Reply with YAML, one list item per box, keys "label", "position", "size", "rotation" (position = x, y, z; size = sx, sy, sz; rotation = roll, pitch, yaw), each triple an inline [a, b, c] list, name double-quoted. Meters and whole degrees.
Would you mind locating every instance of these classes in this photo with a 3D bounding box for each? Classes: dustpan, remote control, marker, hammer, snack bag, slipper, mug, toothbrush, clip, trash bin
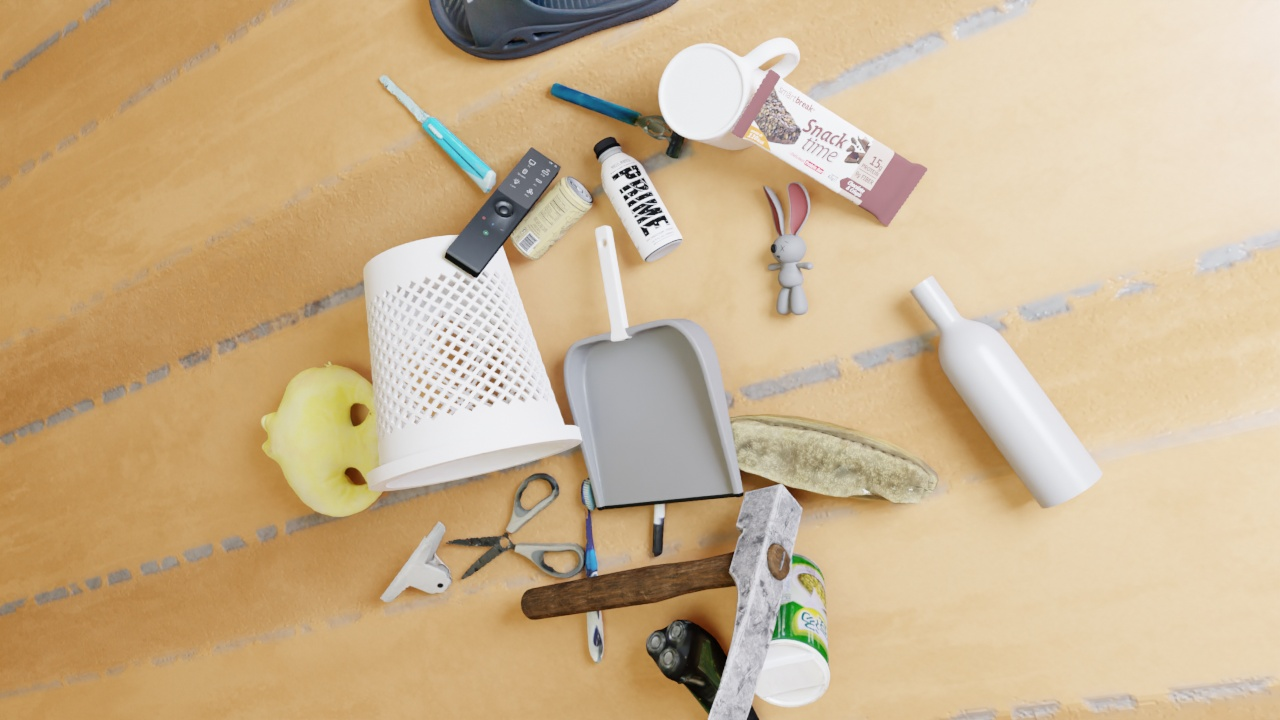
- label: "dustpan"
  position: [-0.005, 0.005, 0.834]
  size: [0.164, 0.033, 0.257]
  rotation: [-12, 86, 38]
- label: "remote control"
  position: [-0.123, -0.137, 0.835]
  size: [0.034, 0.149, 0.013]
  rotation: [34, 148, -4]
- label: "marker"
  position: [0.019, 0.113, 0.869]
  size: [0.011, 0.011, 0.152]
  rotation: [6, 99, 23]
- label: "hammer"
  position: [-0.010, 0.228, 0.798]
  size: [0.301, 0.217, 0.037]
  rotation: [-20, 121, 37]
- label: "snack bag"
  position: [0.151, -0.166, 0.726]
  size: [0.158, 0.013, 0.057]
  rotation: [27, 109, -18]
- label: "slipper"
  position: [-0.086, -0.339, 0.818]
  size: [0.269, 0.083, 0.111]
  rotation: [-3, 98, 23]
- label: "mug"
  position: [0.080, -0.224, 0.752]
  size: [0.111, 0.090, 0.074]
  rotation: [-31, 84, 24]
- label: "toothbrush"
  position: [-0.046, 0.209, 0.906]
  size: [0.017, 0.016, 0.189]
  rotation: [7, 101, 56]
- label: "clip"
  position: [-0.236, 0.226, 0.988]
  size: [0.102, 0.057, 0.052]
  rotation: [-52, 52, 22]
- label: "trash bin"
  position: [-0.172, 0.001, 0.856]
  size: [0.196, 0.195, 0.199]
  rotation: [-18, 80, 25]

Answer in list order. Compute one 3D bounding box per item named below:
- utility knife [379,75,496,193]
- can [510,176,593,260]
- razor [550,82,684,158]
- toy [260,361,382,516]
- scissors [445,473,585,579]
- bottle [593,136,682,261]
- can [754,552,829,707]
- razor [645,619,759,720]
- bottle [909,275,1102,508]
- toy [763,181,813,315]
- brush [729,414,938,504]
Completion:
- label: "utility knife"
  position: [-0.207, -0.231, 0.925]
  size: [0.179, 0.015, 0.022]
  rotation: [43, 112, 16]
- label: "can"
  position: [-0.084, -0.134, 0.867]
  size: [0.080, 0.038, 0.038]
  rotation: [-41, 80, 23]
- label: "razor"
  position: [-0.023, -0.227, 0.837]
  size: [0.144, 0.022, 0.042]
  rotation: [25, 105, 20]
- label: "toy"
  position: [-0.345, 0.085, 1.000]
  size: [0.155, 0.064, 0.170]
  rotation: [4, 99, 18]
- label: "scissors"
  position: [-0.124, 0.184, 0.941]
  size: [0.166, 0.012, 0.158]
  rotation: [28, 105, 18]
- label: "bottle"
  position: [-0.006, -0.148, 0.829]
  size: [0.041, 0.041, 0.116]
  rotation: [-31, 84, 24]
- label: "can"
  position: [0.123, 0.223, 0.768]
  size: [0.067, 0.120, 0.067]
  rotation: [4, 115, 8]
- label: "razor"
  position: [0.064, 0.307, 0.846]
  size: [0.054, 0.067, 0.151]
  rotation: [-34, 91, 28]
- label: "bottle"
  position: [0.277, 0.019, 0.717]
  size: [0.053, 0.052, 0.195]
  rotation: [-37, 81, 24]
- label: "toy"
  position: [0.126, -0.094, 0.782]
  size: [0.049, 0.030, 0.112]
  rotation: [6, 103, 52]
- label: "brush"
  position: [0.153, 0.084, 0.786]
  size: [0.195, 0.043, 0.059]
  rotation: [13, 102, 24]
